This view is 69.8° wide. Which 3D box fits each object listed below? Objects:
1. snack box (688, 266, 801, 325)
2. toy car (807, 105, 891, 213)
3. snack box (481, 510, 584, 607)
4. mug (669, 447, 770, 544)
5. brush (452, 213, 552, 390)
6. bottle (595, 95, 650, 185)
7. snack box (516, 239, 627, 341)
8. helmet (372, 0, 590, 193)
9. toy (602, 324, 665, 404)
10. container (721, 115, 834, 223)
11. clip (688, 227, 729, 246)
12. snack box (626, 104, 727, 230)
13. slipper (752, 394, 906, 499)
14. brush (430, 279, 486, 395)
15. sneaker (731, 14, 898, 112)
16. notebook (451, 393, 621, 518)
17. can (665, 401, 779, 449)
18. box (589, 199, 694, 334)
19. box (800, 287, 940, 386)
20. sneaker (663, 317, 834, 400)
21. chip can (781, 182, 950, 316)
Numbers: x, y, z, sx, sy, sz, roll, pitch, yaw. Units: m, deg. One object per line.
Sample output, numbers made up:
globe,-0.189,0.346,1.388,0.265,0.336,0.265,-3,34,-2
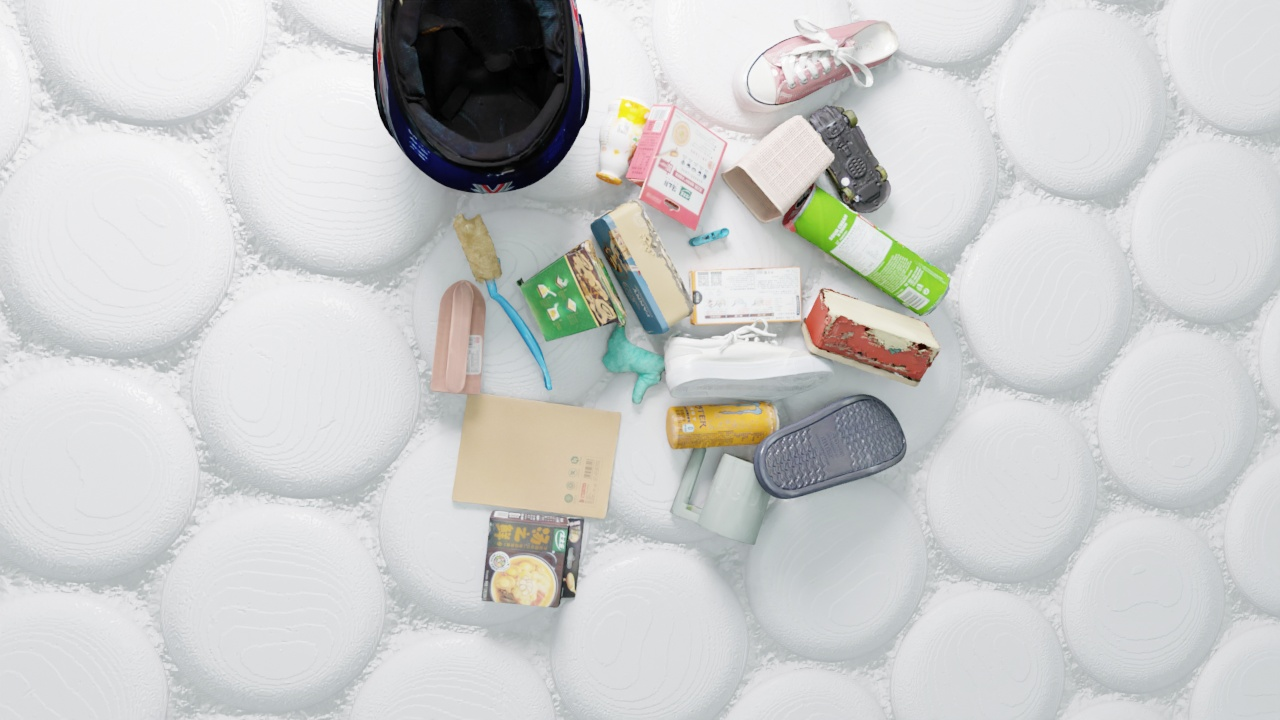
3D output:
snack box,0.143,-0.088,1.247,0.153,0.026,0.075,-3,93,-10
toy car,0.282,-0.273,1.251,0.070,0.042,0.158,-32,97,-6
snack box,-0.141,0.262,1.213,0.125,0.053,0.113,6,92,-5
mug,0.113,0.179,1.239,0.124,0.083,0.103,19,89,15
brush,-0.171,-0.074,1.179,0.046,0.083,0.255,-29,105,-9
bottle,-0.025,-0.283,1.188,0.063,0.063,0.108,19,90,-10
snack box,-0.087,-0.080,1.174,0.106,0.118,0.117,-25,97,5
helmet,-0.184,-0.355,1.062,0.247,0.240,0.316,-4,105,-8
toy,-0.007,0.007,1.227,0.092,0.030,0.096,20,96,-8
container,0.184,-0.255,1.214,0.111,0.090,0.090,-44,99,-7
clip,0.093,-0.166,1.238,0.056,0.043,0.014,-18,97,-12
snack box,0.044,-0.248,1.186,0.113,0.044,0.127,22,88,-43
slipper,0.246,0.120,1.248,0.267,0.084,0.110,-14,82,-32
brush,-0.228,-0.030,1.165,0.063,0.073,0.145,6,91,-9
sneaker,0.238,-0.399,1.213,0.241,0.088,0.118,-20,97,-9
notebook,-0.137,0.127,1.223,0.207,0.008,0.148,8,92,-10
can,0.109,0.087,1.236,0.146,0.058,0.058,-3,94,-10
box,0.005,-0.114,1.191,0.059,0.090,0.184,-28,96,-13
box,0.313,-0.038,1.235,0.168,0.091,0.080,17,120,-10
sneaker,0.142,-0.002,1.230,0.242,0.090,0.090,0,63,-20
chip can,0.307,-0.149,1.248,0.236,0.072,0.072,32,88,-10
